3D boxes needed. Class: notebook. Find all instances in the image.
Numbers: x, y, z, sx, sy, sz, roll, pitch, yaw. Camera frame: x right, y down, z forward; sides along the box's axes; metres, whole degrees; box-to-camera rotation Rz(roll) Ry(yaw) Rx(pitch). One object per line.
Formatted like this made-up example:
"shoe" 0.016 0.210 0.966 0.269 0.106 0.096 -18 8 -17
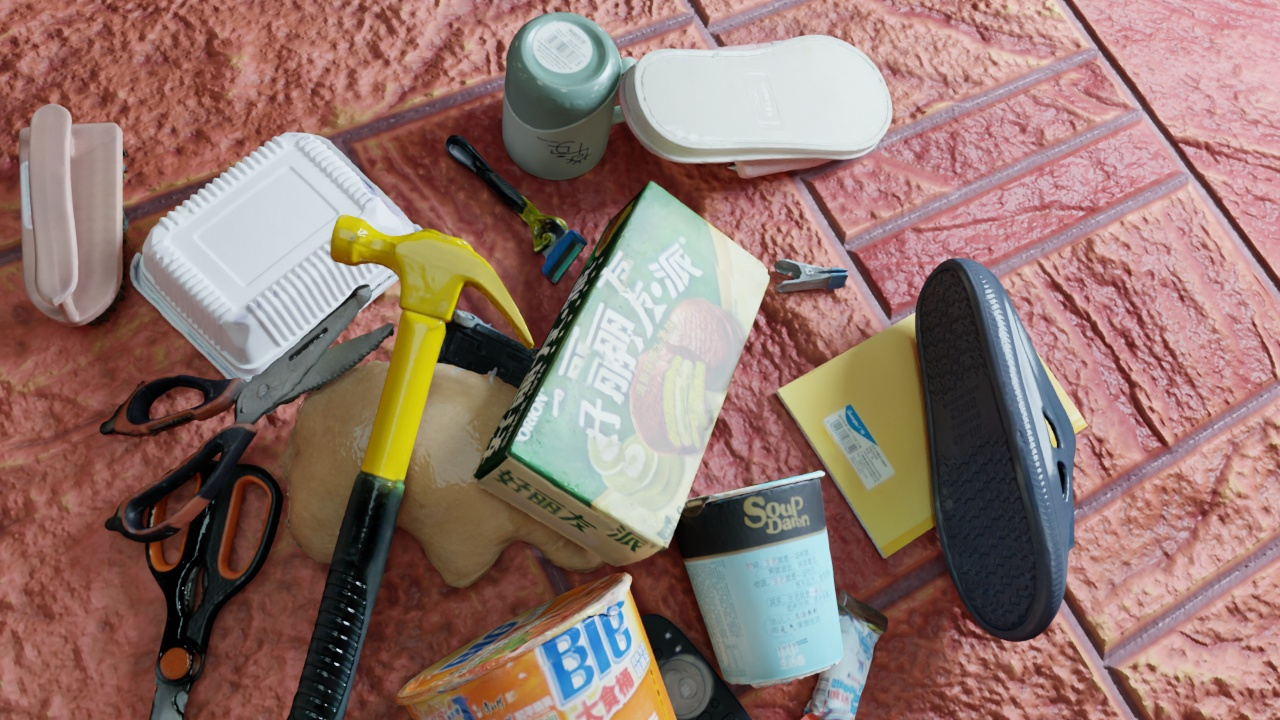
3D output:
"notebook" 0.224 0.036 0.699 0.206 0.010 0.146 -28 78 -17

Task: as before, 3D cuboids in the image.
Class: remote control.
"remote control" 0.035 0.227 0.595 0.053 0.024 0.136 -36 79 -17

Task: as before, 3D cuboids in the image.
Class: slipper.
"slipper" 0.260 0.054 0.637 0.083 0.111 0.267 0 70 -13
"slipper" 0.094 -0.197 0.716 0.273 0.055 0.114 -16 83 -35

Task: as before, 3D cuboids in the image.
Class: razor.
"razor" -0.097 -0.122 0.696 0.142 0.022 0.043 45 114 11

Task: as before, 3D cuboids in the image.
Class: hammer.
"hammer" -0.151 0.070 0.536 0.128 0.033 0.300 15 85 -7

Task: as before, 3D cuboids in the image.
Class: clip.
"clip" 0.132 -0.066 0.714 0.057 0.024 0.028 2 67 -2

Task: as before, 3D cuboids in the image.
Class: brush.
"brush" -0.381 -0.093 0.613 0.063 0.073 0.145 -6 74 -12

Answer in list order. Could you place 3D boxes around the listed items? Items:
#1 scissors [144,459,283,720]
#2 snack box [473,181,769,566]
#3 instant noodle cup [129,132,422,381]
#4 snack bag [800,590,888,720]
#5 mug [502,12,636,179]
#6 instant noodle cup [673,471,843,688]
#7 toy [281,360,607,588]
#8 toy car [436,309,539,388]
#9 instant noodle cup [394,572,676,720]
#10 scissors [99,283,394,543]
"scissors" -0.294 0.173 0.568 0.125 0.022 0.234 23 74 9
"snack box" -0.004 0.004 0.606 0.114 0.063 0.239 35 55 -14
"instant noodle cup" -0.254 -0.083 0.637 0.138 0.060 0.173 43 69 7
"snack bag" 0.137 0.212 0.616 0.048 0.026 0.104 31 70 -13
"mug" -0.046 -0.198 0.684 0.111 0.106 0.082 -10 72 -13
"instant noodle cup" 0.077 0.142 0.595 0.111 0.111 0.120 -10 81 -12
"toy" -0.115 0.074 0.598 0.226 0.082 0.143 12 89 -7
"toy car" -0.102 0.002 0.642 0.105 0.031 0.049 27 97 -3
"instant noodle cup" -0.049 0.206 0.530 0.151 0.151 0.111 -25 85 -16
"scissors" -0.257 0.026 0.580 0.214 0.015 0.196 10 74 22
